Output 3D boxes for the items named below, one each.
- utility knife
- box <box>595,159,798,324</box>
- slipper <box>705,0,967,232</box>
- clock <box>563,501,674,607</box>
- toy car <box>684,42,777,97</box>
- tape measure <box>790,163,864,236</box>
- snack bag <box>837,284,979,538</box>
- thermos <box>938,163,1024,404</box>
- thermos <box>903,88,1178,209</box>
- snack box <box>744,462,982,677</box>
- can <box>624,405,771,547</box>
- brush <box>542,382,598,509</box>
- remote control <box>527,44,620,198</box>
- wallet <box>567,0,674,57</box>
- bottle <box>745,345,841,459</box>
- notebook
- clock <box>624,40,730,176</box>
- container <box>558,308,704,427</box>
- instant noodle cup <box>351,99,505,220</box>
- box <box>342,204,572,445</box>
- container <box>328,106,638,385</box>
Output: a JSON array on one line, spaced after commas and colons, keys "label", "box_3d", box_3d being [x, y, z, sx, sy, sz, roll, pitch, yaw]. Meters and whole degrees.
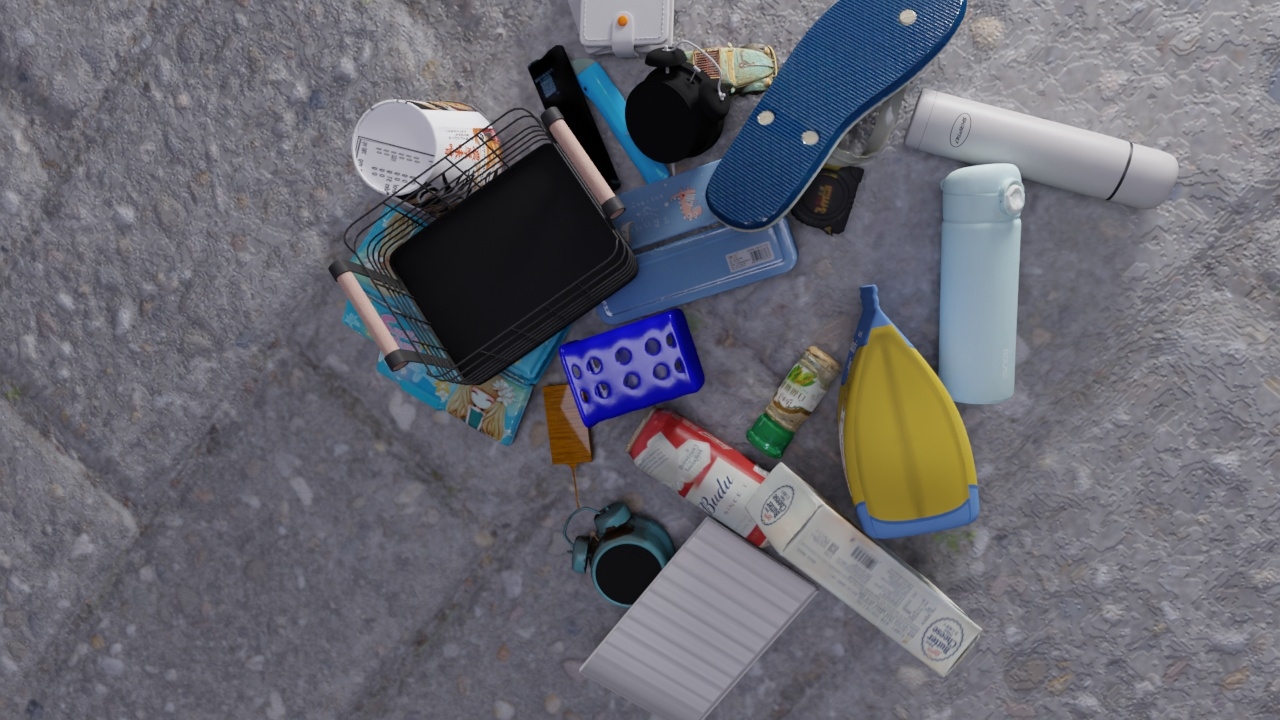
[{"label": "utility knife", "box_3d": [-0.013, -0.224, 0.901, 0.031, 0.015, 0.174, -32, 91, 17]}, {"label": "box", "box_3d": [0.038, -0.117, 0.880, 0.209, 0.034, 0.127, -16, 91, 18]}, {"label": "slipper", "box_3d": [0.172, -0.230, 0.828, 0.118, 0.060, 0.295, 40, 89, 25]}, {"label": "clock", "box_3d": [-0.022, 0.195, 0.926, 0.124, 0.053, 0.090, 35, 103, -5]}, {"label": "toy car", "box_3d": [0.071, -0.271, 0.860, 0.112, 0.047, 0.047, -4, 92, 13]}, {"label": "tape measure", "box_3d": [0.168, -0.154, 0.858, 0.062, 0.038, 0.067, 15, 102, 2]}, {"label": "snack bag", "box_3d": [0.219, 0.035, 0.805, 0.102, 0.159, 0.205, -12, 92, 11]}, {"label": "thermos", "box_3d": [0.299, -0.068, 0.810, 0.065, 0.078, 0.207, -8, 105, -21]}, {"label": "thermos", "box_3d": [0.349, -0.185, 0.806, 0.224, 0.052, 0.052, 18, 100, 10]}, {"label": "snack box", "box_3d": [0.196, 0.185, 0.818, 0.208, 0.104, 0.057, 39, 93, -17]}, {"label": "can", "box_3d": [0.070, 0.112, 0.893, 0.170, 0.067, 0.067, 33, 102, 7]}, {"label": "brush", "box_3d": [-0.071, 0.086, 0.946, 0.048, 0.017, 0.126, -6, 95, 13]}, {"label": "remote control", "box_3d": [-0.068, -0.230, 0.900, 0.047, 0.022, 0.150, -22, 92, 36]}, {"label": "wallet", "box_3d": [-0.027, -0.352, 0.878, 0.115, 0.037, 0.118, 3, 93, 12]}, {"label": "bottle", "box_3d": [0.148, 0.041, 0.881, 0.043, 0.043, 0.111, 35, 102, 7]}, {"label": "notebook", "box_3d": [0.058, 0.270, 0.918, 0.142, 0.009, 0.210, 34, 103, -15]}, {"label": "clock", "box_3d": [0.033, -0.234, 0.839, 0.091, 0.042, 0.121, 43, 139, 7]}, {"label": "container", "box_3d": [-0.005, 0.005, 0.890, 0.114, 0.084, 0.085, -18, 93, 13]}, {"label": "instant noodle cup", "box_3d": [-0.211, -0.199, 0.891, 0.124, 0.121, 0.123, 1, 96, 12]}, {"label": "box", "box_3d": [-0.200, -0.033, 0.939, 0.227, 0.071, 0.182, 29, 100, 8]}, {"label": "container", "box_3d": [-0.133, -0.098, 0.832, 0.241, 0.130, 0.163, -34, 82, 4]}]
